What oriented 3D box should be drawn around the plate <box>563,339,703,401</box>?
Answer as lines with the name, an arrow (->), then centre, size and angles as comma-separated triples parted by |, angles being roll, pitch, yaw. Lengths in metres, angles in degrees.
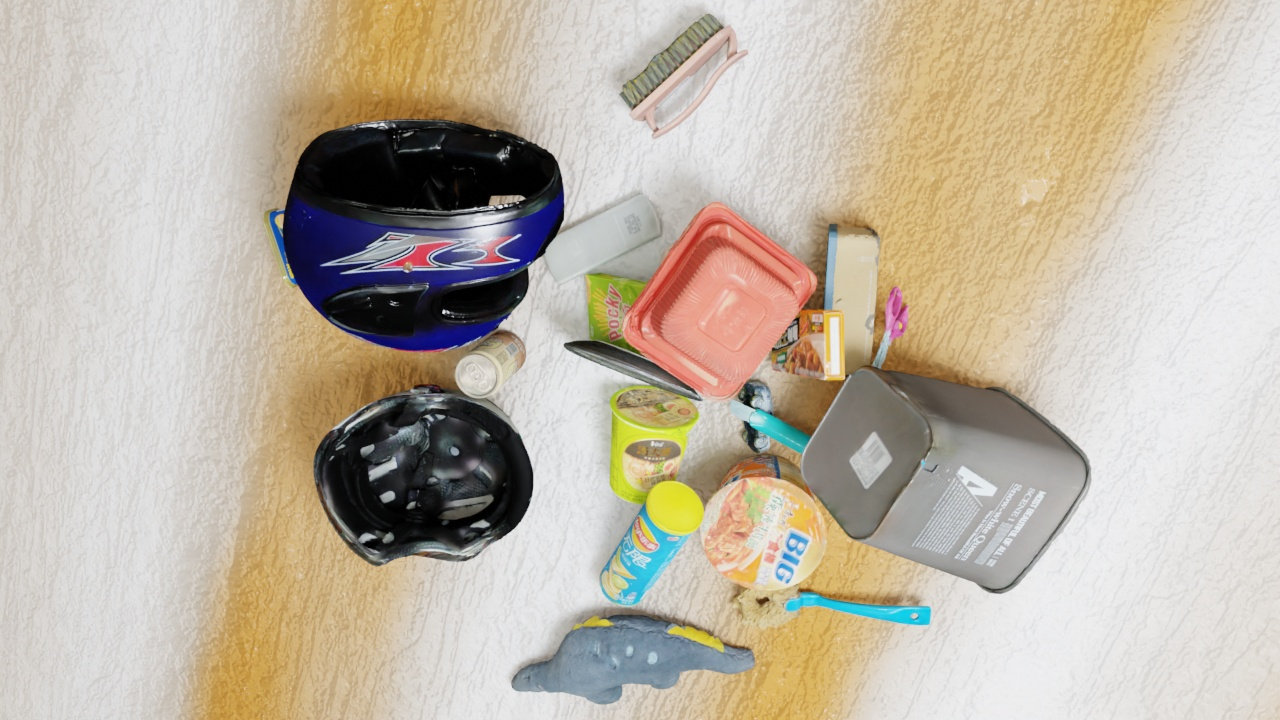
plate -> -0.006, 0.006, 1.089 | 0.179, 0.179, 0.024 | 21, 86, 4

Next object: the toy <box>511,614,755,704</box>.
toy -> -0.029, 0.408, 1.256 | 0.357, 0.091, 0.138 | -13, 131, 15

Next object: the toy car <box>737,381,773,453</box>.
toy car -> 0.146, 0.071, 1.144 | 0.034, 0.043, 0.090 | -10, 101, -22

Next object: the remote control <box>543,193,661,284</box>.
remote control -> -0.048, -0.148, 1.119 | 0.150, 0.021, 0.058 | -24, 82, 16

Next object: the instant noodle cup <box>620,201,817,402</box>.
instant noodle cup -> 0.088, -0.053, 0.992 | 0.164, 0.079, 0.189 | 32, 101, -17

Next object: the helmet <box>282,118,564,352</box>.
helmet -> -0.241, -0.128, 1.053 | 0.315, 0.246, 0.241 | 6, 134, 5

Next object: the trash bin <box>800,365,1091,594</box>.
trash bin -> 0.320, 0.121, 1.000 | 0.219, 0.198, 0.199 | 16, 112, -30

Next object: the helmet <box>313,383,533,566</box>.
helmet -> -0.266, 0.132, 1.176 | 0.274, 0.156, 0.230 | -15, 106, 4

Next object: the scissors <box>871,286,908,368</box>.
scissors -> 0.278, -0.027, 1.044 | 0.017, 0.137, 0.074 | 8, 138, 36

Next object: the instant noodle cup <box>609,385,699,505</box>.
instant noodle cup -> 0.009, 0.111, 1.151 | 0.112, 0.111, 0.124 | 12, 116, 6

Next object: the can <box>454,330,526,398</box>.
can -> -0.185, 0.004, 1.143 | 0.058, 0.116, 0.058 | 3, 107, 9

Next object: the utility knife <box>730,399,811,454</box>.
utility knife -> 0.183, 0.091, 1.130 | 0.182, 0.013, 0.029 | 28, 94, -19

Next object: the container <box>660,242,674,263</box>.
container -> 0.081, -0.092, 1.084 | 0.111, 0.090, 0.090 | 8, 107, 11

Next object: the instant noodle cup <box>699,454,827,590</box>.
instant noodle cup -> 0.153, 0.192, 1.140 | 0.151, 0.111, 0.151 | 3, 106, 9

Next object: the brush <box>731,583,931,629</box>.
brush -> 0.244, 0.319, 1.191 | 0.255, 0.045, 0.083 | 2, 103, 15

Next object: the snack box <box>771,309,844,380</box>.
snack box -> 0.189, -0.021, 1.046 | 0.026, 0.154, 0.075 | -2, 94, -13

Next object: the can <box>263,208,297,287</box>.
can -> -0.419, -0.152, 1.172 | 0.083, 0.057, 0.102 | -11, 104, 10

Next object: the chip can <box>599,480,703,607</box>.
chip can -> 0.009, 0.234, 1.153 | 0.071, 0.071, 0.211 | 28, 137, 1

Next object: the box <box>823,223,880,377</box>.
box -> 0.241, -0.075, 1.059 | 0.061, 0.089, 0.184 | 1, 104, 11

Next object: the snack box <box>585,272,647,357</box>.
snack box -> -0.012, -0.054, 1.091 | 0.156, 0.026, 0.086 | 19, 116, 52

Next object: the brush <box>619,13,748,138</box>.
brush -> 0.050, -0.321, 1.035 | 0.146, 0.063, 0.073 | -39, 92, 16
